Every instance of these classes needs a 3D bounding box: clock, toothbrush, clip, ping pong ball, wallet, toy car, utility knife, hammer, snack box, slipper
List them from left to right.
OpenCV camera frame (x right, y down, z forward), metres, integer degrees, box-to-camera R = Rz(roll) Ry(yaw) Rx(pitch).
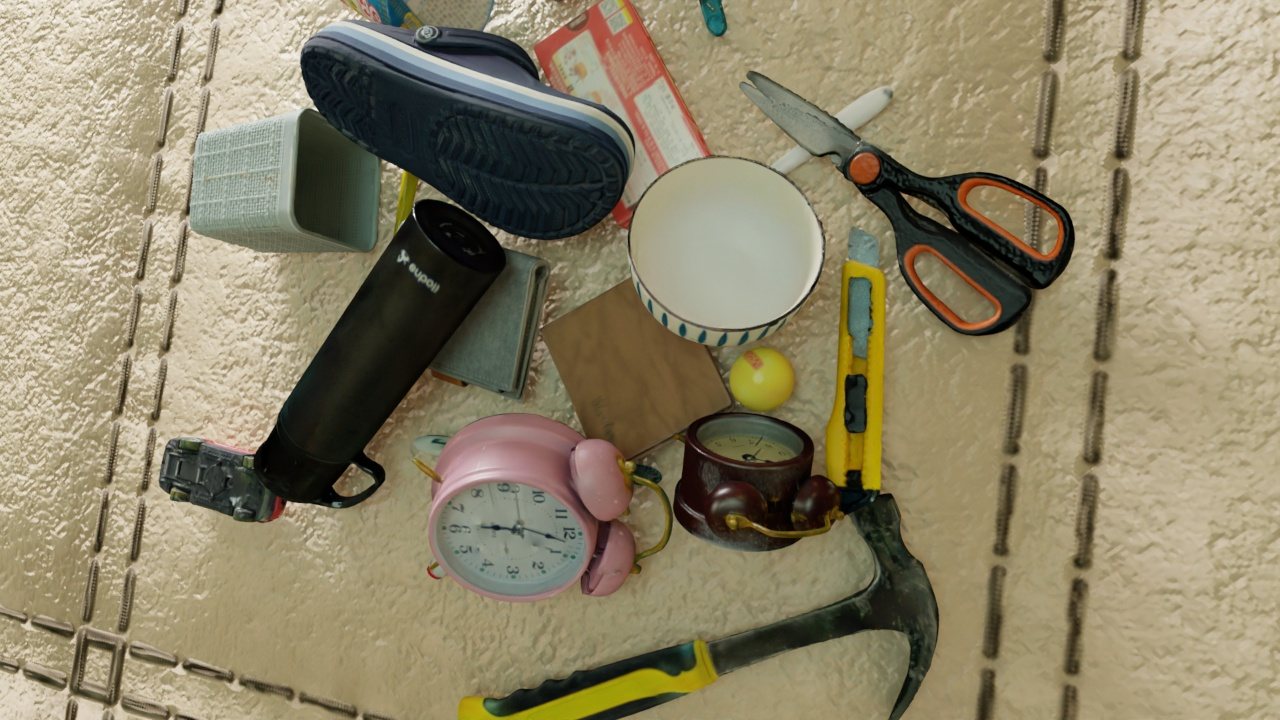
[{"bbox_3d":[-0.317,0.090,0.708,0.121,0.045,0.053,12,91,26],"label":"toy car"},{"bbox_3d":[-0.181,-0.118,0.694,0.016,0.016,0.190,10,88,21],"label":"toothbrush"},{"bbox_3d":[-0.125,-0.035,0.651,0.130,0.036,0.107,19,104,29],"label":"wallet"},{"bbox_3d":[-0.112,-0.166,0.623,0.253,0.105,0.095,24,57,15],"label":"slipper"},{"bbox_3d":[-0.077,0.068,0.634,0.192,0.018,0.016,6,85,20],"label":"toothbrush"},{"bbox_3d":[-0.059,0.097,0.577,0.158,0.059,0.117,1,120,2],"label":"clock"},{"bbox_3d":[-0.011,-0.172,0.630,0.075,0.025,0.153,-30,75,17],"label":"snack box"},{"bbox_3d":[-0.004,0.004,0.606,0.101,0.020,0.115,-30,70,13],"label":"wallet"},{"bbox_3d":[0.027,0.196,0.574,0.324,0.032,0.126,-24,76,17],"label":"hammer"},{"bbox_3d":[0.046,-0.246,0.619,0.013,0.034,0.055,-16,88,21],"label":"clip"},{"bbox_3d":[0.066,0.073,0.529,0.082,0.122,0.055,-2,111,-17],"label":"clock"},{"bbox_3d":[0.075,0.012,0.570,0.040,0.040,0.040,-2,83,20],"label":"ping pong ball"},{"bbox_3d":[0.084,-0.121,0.594,0.180,0.016,0.016,-33,80,14],"label":"toothbrush"},{"bbox_3d":[0.127,0.003,0.541,0.033,0.015,0.176,-1,78,25],"label":"utility knife"}]

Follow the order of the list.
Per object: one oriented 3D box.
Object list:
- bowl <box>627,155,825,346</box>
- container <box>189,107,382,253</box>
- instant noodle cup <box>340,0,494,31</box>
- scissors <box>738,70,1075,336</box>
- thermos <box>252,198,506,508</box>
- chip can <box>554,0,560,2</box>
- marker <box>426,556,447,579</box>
[{"bbox_3d":[0.049,-0.059,0.564,0.116,0.066,0.116,0,70,-1],"label":"bowl"},{"bbox_3d":[-0.270,-0.130,0.692,0.112,0.090,0.090,0,84,24],"label":"container"},{"bbox_3d":[-0.178,-0.284,0.675,0.110,0.099,0.099,32,96,29],"label":"instant noodle cup"},{"bbox_3d":[0.157,-0.119,0.552,0.140,0.021,0.235,-33,82,28],"label":"scissors"},{"bbox_3d":[-0.177,0.008,0.632,0.090,0.068,0.243,37,116,-8],"label":"thermos"},{"bbox_3d":[-0.018,-0.357,0.628,0.073,0.073,0.217,42,100,19],"label":"chip can"},{"bbox_3d":[-0.099,0.103,0.629,0.145,0.017,0.017,-44,71,20],"label":"marker"}]
